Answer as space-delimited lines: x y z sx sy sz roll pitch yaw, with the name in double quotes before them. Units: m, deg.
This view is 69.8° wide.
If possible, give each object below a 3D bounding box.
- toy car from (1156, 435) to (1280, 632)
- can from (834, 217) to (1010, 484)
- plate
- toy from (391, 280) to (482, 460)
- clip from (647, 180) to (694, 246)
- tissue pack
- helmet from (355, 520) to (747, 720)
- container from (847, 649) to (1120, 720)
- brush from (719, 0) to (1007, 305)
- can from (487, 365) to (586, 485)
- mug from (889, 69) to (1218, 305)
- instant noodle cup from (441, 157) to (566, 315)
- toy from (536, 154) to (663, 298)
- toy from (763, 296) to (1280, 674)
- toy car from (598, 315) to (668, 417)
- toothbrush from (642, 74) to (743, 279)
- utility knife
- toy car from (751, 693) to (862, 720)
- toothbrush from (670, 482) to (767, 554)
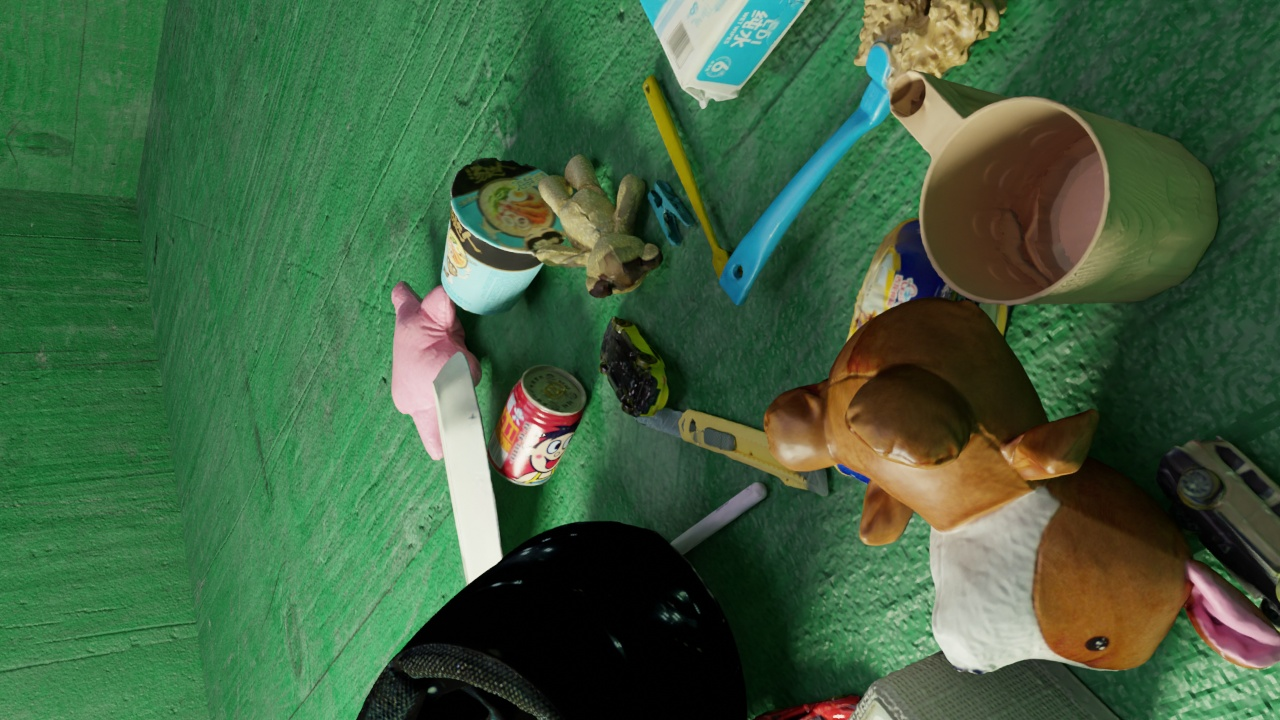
"toy car" 0.251 0.073 0.373 0.035 0.042 0.090 -32 55 6
"can" 0.148 0.002 0.486 0.049 0.074 0.148 27 114 46
"plate" -0.163 0.125 0.874 0.162 0.034 0.266 -141 42 -68
"toy" -0.223 0.012 0.990 0.179 0.074 0.195 14 106 49
"clip" 0.022 -0.114 0.701 0.041 0.014 0.056 -55 49 38
"tissue pack" 0.061 -0.245 0.600 0.140 0.063 0.090 -46 57 46
"helmet" -0.040 0.247 0.626 0.234 0.229 0.275 25 145 28
"container" 0.158 0.196 0.445 0.090 0.114 0.090 48 128 41
"brush" 0.117 -0.133 0.536 0.255 0.045 0.083 -56 53 31
"can" -0.092 0.057 0.819 0.066 0.066 0.094 57 134 35
"mug" 0.180 -0.080 0.412 0.084 0.103 0.124 -57 49 38
"instant noodle cup" -0.132 -0.104 0.842 0.121 0.111 0.111 -56 49 49
"toy" -0.039 -0.112 0.753 0.105 0.066 0.157 -32 52 2
"toy" 0.157 0.069 0.399 0.130 0.199 0.140 -54 10 -13
"toy car" -0.004 0.004 0.728 0.105 0.032 0.048 54 133 52
"toothbrush" 0.038 -0.136 0.678 0.016 0.016 0.190 -46 54 45
"utility knife" 0.059 0.057 0.662 0.207 0.021 0.031 17 99 57
"toy car" 0.110 0.243 0.584 0.107 0.031 0.049 -36 64 46
"toothbrush" 0.034 0.133 0.692 0.021 0.029 0.190 41 134 -6
